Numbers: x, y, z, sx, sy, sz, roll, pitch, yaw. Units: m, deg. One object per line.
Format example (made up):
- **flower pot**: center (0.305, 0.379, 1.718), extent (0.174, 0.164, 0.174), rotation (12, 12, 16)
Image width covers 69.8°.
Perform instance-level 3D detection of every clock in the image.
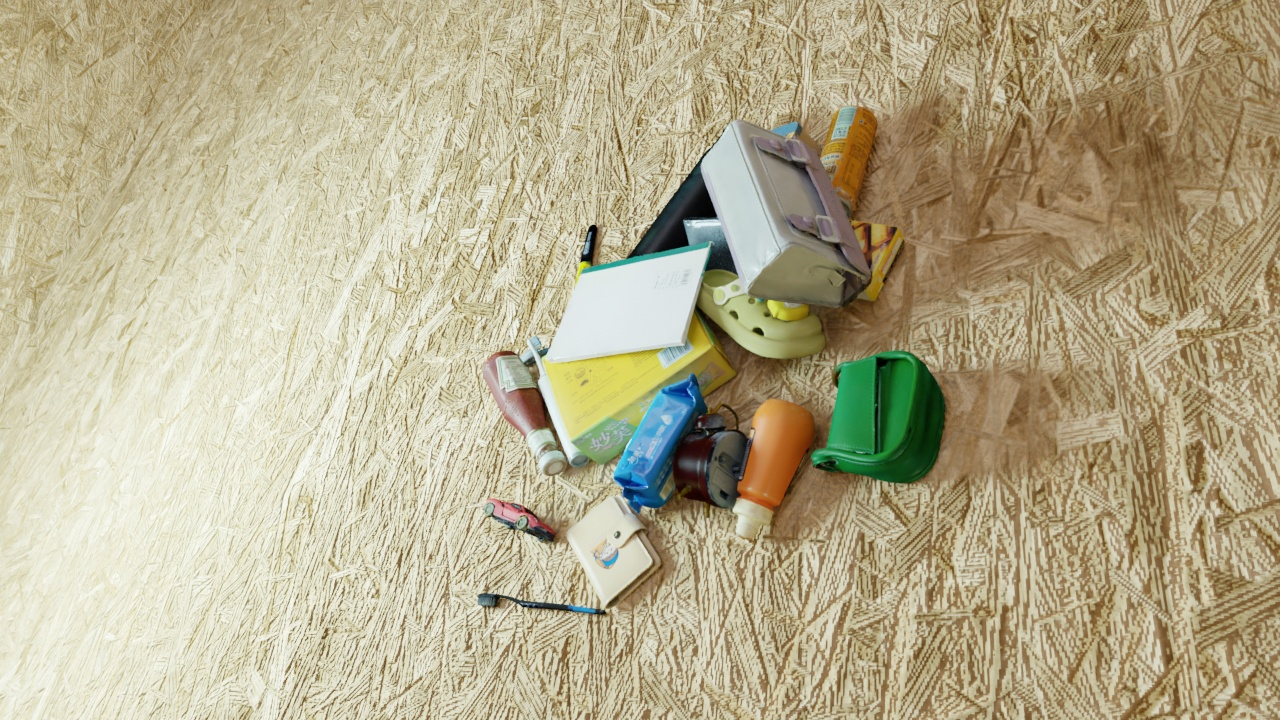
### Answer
- **clock**: center (0.082, 0.105, 0.993), extent (0.055, 0.082, 0.121), rotation (1, 62, 43)

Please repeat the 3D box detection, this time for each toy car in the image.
- **toy car**: center (-0.145, 0.193, 1.114), extent (0.106, 0.049, 0.031), rotation (13, 69, 42)

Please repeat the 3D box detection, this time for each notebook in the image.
- **notebook**: center (-0.015, -0.070, 1.129), extent (0.210, 0.012, 0.150), rotation (-7, 52, 38)

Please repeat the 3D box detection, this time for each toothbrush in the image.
- **toothbrush**: center (-0.113, 0.047, 1.197), extent (0.026, 0.027, 0.220), rotation (-27, 52, 1)
- **toothbrush**: center (-0.118, 0.283, 1.056), extent (0.190, 0.014, 0.016), rotation (-3, 59, 33)

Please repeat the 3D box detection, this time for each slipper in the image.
- **slipper**: center (0.131, -0.070, 1.054), extent (0.091, 0.082, 0.190), rotation (-20, 41, -33)

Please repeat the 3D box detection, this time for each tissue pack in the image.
- **tissue pack**: center (0.026, 0.094, 1.027), extent (0.052, 0.095, 0.157), rotation (25, 75, 23)

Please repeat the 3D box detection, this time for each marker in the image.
- **marker**: center (-0.079, -0.151, 1.337), extent (0.018, 0.015, 0.123), rotation (-10, 53, 26)

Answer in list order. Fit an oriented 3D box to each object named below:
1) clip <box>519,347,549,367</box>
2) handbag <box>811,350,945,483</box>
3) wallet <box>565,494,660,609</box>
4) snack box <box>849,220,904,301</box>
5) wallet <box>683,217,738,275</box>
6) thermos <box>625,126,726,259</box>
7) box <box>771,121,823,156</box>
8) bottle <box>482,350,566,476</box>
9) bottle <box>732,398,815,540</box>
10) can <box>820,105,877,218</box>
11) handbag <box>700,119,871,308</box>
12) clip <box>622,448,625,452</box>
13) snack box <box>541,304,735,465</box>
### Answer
- **clip**: center (-0.155, -0.003, 1.285), extent (0.058, 0.045, 0.027), rotation (-28, 48, 24)
- **handbag**: center (0.240, 0.057, 0.930), extent (0.120, 0.068, 0.131), rotation (-5, 58, 42)
- **wallet**: center (-0.031, 0.211, 1.039), extent (0.087, 0.024, 0.115), rotation (-41, 44, 3)
- **snack box**: center (0.230, -0.124, 1.085), extent (0.141, 0.033, 0.086), rotation (17, 71, 44)
- **wallet**: center (0.110, -0.130, 1.128), extent (0.121, 0.097, 0.019), rotation (8, 33, 43)
- **thermos**: center (0.080, -0.200, 1.225), extent (0.090, 0.068, 0.242), rotation (32, 80, 25)
- **box**: center (0.159, -0.211, 1.165), extent (0.090, 0.059, 0.184), rotation (-7, 50, 56)
- **bottle**: center (-0.150, 0.069, 1.203), extent (0.060, 0.060, 0.206), rotation (-39, 50, 6)
- **bottle**: center (0.134, 0.117, 0.965), extent (0.067, 0.066, 0.149), rotation (12, 75, 40)
- **can**: center (0.251, -0.244, 1.137), extent (0.058, 0.058, 0.145), rotation (2, 61, 36)
- **handbag**: center (0.165, -0.162, 1.019), extent (0.099, 0.144, 0.196), rotation (-46, 46, 40)
- **clip**: center (0.003, 0.113, 1.091), extent (0.056, 0.013, 0.039), rotation (-17, 52, 24)
- **snack box**: center (-0.007, 0.007, 1.134), extent (0.210, 0.070, 0.157), rotation (-35, 45, 11)
